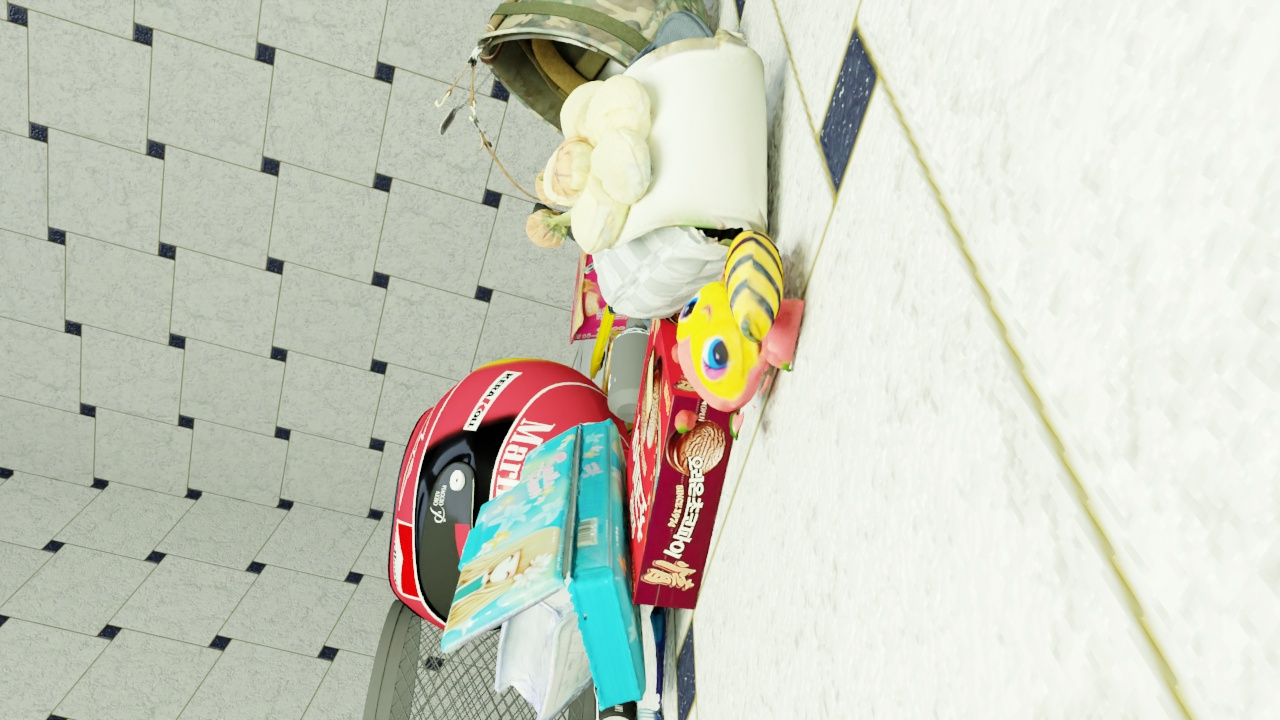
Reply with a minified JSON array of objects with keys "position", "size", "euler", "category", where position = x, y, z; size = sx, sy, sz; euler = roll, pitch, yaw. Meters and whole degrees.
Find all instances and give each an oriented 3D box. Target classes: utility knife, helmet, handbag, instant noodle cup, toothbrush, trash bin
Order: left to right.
[{"position":[-0.159,0.374,0.963],"size":[0.218,0.227,0.217],"euler":[-174,92,-84],"category":"trash bin"},{"position":[-0.111,0.132,0.866],"size":[0.225,0.197,0.270],"euler":[-1,75,46],"category":"helmet"},{"position":[-0.056,0.214,0.765],"size":[0.126,0.069,0.159],"euler":[-30,-37,-42],"category":"handbag"},{"position":[-0.047,-0.223,0.773],"size":[0.225,0.192,0.235],"euler":[-16,44,61],"category":"helmet"},{"position":[-0.046,-0.006,0.965],"size":[0.228,0.019,0.030],"euler":[116,167,-58],"category":"utility knife"},{"position":[-0.041,-0.104,1.175],"size":[0.179,0.077,0.178],"euler":[-174,92,-83],"category":"instant noodle cup"},{"position":[0.001,-0.089,0.510],"size":[0.172,0.123,0.112],"euler":[135,137,-71],"category":"handbag"},{"position":[0.009,0.169,0.619],"size":[0.016,0.017,0.188],"euler":[107,168,-58],"category":"toothbrush"}]

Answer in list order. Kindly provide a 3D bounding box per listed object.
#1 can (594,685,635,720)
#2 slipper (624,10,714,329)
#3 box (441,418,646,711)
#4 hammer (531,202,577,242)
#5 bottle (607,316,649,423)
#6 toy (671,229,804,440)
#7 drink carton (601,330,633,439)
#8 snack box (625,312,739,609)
[{"position":[-0.021,0.263,0.721],"size":[0.080,0.031,0.032],"euler":[-97,16,-68],"category":"can"},{"position":[-0.003,-0.125,0.669],"size":[0.264,0.082,0.101],"euler":[99,152,-46],"category":"slipper"},{"position":[-0.064,0.131,0.628],"size":[0.226,0.117,0.097],"euler":[-96,-4,-70],"category":"box"},{"position":[-0.031,-0.229,1.165],"size":[0.304,0.132,0.040],"euler":[-70,-7,-54],"category":"hammer"},{"position":[-0.005,0.005,0.830],"size":[0.047,0.047,0.112],"euler":[104,171,-47],"category":"bottle"},{"position":[0.042,-0.014,0.409],"size":[0.104,0.046,0.084],"euler":[112,171,-55],"category":"toy"},{"position":[-0.019,0.029,0.963],"size":[0.058,0.041,0.122],"euler":[-103,21,-74],"category":"drink carton"},{"position":[0.021,0.051,0.569],"size":[0.152,0.036,0.133],"euler":[-96,15,-67],"category":"snack box"}]
